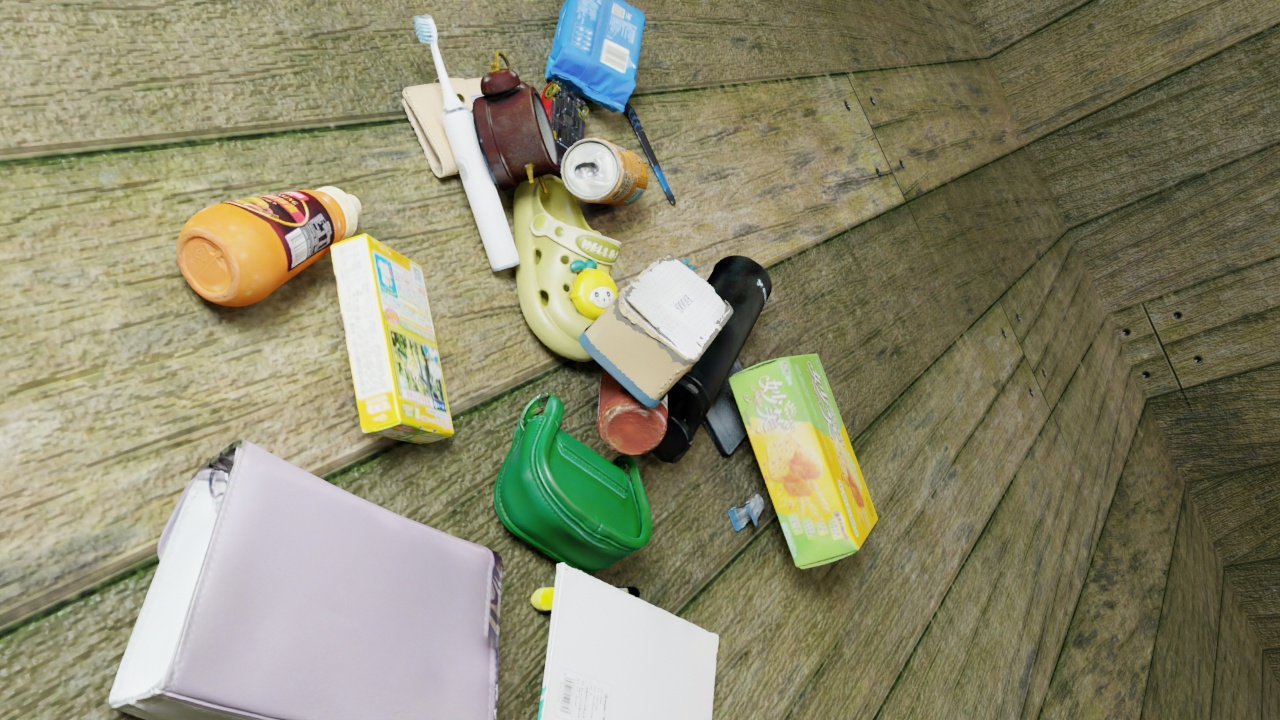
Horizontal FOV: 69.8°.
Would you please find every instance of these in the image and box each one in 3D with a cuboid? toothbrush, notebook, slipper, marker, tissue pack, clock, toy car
[{"bbox_3d":[-0.001,-0.264,1.045,0.014,0.016,0.189,-30,95,-44],"label":"toothbrush"},{"bbox_3d":[-0.004,0.269,0.747,0.209,0.012,0.150,37,47,-39],"label":"notebook"},{"bbox_3d":[-0.063,-0.095,0.832,0.091,0.082,0.190,7,63,-45],"label":"slipper"},{"bbox_3d":[-0.149,-0.185,0.785,0.026,0.027,0.221,-29,105,-48],"label":"toothbrush"},{"bbox_3d":[-0.043,0.195,0.757,0.124,0.015,0.018,14,65,-49],"label":"marker"},{"bbox_3d":[-0.048,-0.339,0.987,0.095,0.052,0.156,22,55,-21],"label":"tissue pack"},{"bbox_3d":[-0.110,-0.206,0.796,0.082,0.055,0.122,-18,94,-82],"label":"clock"},{"bbox_3d":[-0.080,-0.231,0.922,0.049,0.031,0.106,25,51,-39],"label":"toy car"}]

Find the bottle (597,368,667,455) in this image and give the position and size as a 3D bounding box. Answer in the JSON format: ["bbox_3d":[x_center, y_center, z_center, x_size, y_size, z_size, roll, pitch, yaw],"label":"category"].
[{"bbox_3d":[-0.005,0.005,0.829,0.060,0.060,0.205,46,22,-23],"label":"bottle"}]

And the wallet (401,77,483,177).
[{"bbox_3d":[-0.160,-0.214,0.829,0.114,0.024,0.087,-30,100,-51],"label":"wallet"}]

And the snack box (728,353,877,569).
[{"bbox_3d":[0.179,0.100,0.986,0.157,0.070,0.210,-6,76,-68],"label":"snack box"}]

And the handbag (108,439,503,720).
[{"bbox_3d":[-0.183,0.153,0.545,0.197,0.099,0.144,32,51,-34],"label":"handbag"}]

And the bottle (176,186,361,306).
[{"bbox_3d":[-0.245,-0.088,0.635,0.067,0.067,0.149,58,32,-10],"label":"bottle"}]

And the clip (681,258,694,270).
[{"bbox_3d":[0.044,-0.094,1.010,0.039,0.014,0.055,54,41,-16],"label":"clip"}]

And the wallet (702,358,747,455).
[{"bbox_3d":[0.084,0.031,0.988,0.097,0.019,0.121,-40,104,-48],"label":"wallet"}]

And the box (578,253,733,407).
[{"bbox_3d":[0.017,-0.029,0.774,0.090,0.060,0.183,43,27,2],"label":"box"}]

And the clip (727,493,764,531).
[{"bbox_3d":[0.116,0.156,0.957,0.058,0.045,0.027,-22,85,-61],"label":"clip"}]

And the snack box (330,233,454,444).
[{"bbox_3d":[-0.178,-0.013,0.663,0.087,0.034,0.140,36,37,-74],"label":"snack box"}]

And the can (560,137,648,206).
[{"bbox_3d":[-0.032,-0.180,0.886,0.058,0.058,0.146,64,13,-3],"label":"can"}]

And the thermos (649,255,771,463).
[{"bbox_3d":[0.063,-0.002,0.925,0.090,0.068,0.241,80,31,-42],"label":"thermos"}]

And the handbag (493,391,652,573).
[{"bbox_3d":[-0.051,0.100,0.748,0.131,0.068,0.120,37,37,-30],"label":"handbag"}]
